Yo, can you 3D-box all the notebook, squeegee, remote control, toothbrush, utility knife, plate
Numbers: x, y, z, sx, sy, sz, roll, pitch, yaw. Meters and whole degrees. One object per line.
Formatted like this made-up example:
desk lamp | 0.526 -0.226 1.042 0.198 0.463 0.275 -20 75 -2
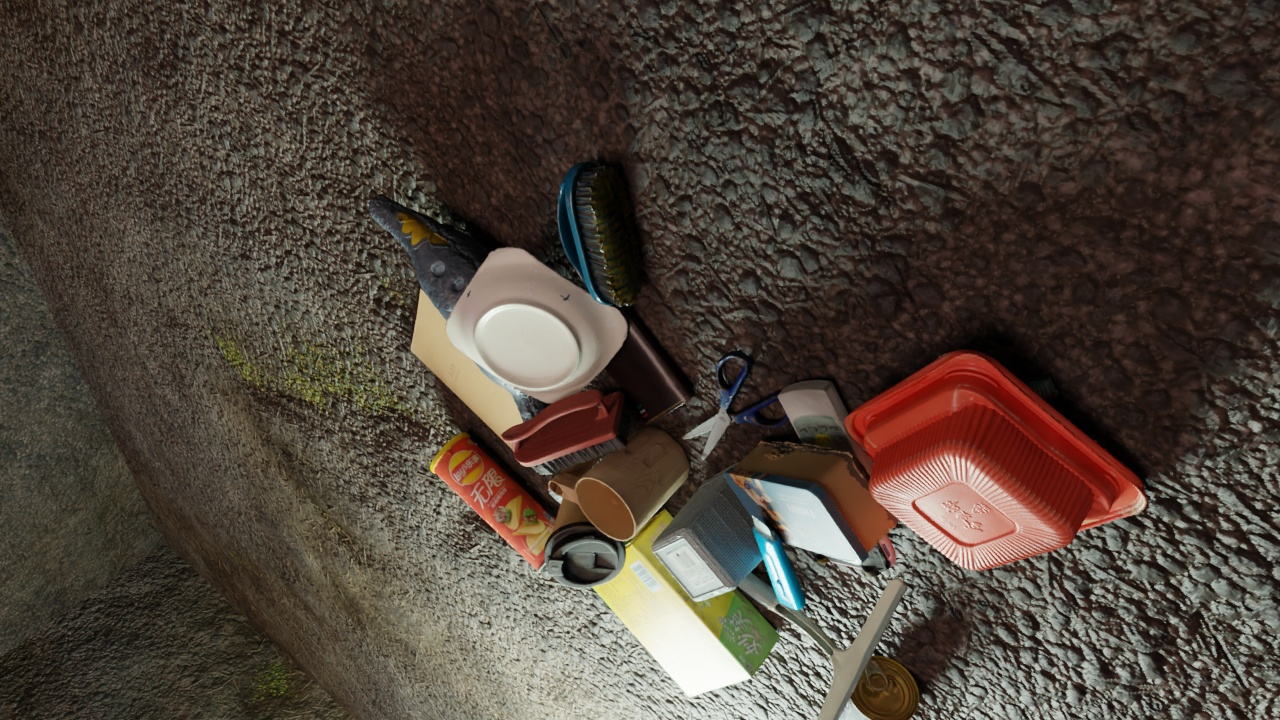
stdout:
notebook | -0.218 0.016 1.194 0.211 0.012 0.150 42 144 10
squeegee | 0.149 0.270 1.005 0.247 0.039 0.247 34 115 37
remote control | 0.176 0.078 0.837 0.056 0.019 0.135 -9 116 49
toothbrush | 0.244 0.036 0.739 0.188 0.016 0.017 -17 101 50
utility knife | 0.134 0.199 0.903 0.034 0.018 0.166 25 152 39
plate | -0.112 -0.022 0.935 0.164 0.034 0.164 32 129 -13

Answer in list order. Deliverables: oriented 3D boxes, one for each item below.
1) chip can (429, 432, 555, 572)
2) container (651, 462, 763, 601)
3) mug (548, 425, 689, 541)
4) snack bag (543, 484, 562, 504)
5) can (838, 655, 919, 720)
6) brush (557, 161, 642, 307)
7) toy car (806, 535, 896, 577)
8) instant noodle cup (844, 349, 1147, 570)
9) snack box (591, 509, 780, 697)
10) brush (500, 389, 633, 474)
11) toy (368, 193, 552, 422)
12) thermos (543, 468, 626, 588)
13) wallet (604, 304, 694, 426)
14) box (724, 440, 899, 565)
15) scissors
chip can | -0.194 0.196 1.273 0.216 0.073 0.073 42 142 11
container | 0.082 0.181 0.947 0.090 0.111 0.090 49 143 0
mug | -0.023 0.128 1.013 0.125 0.103 0.084 16 132 37
snack bag | -0.091 0.166 1.180 0.045 0.026 0.106 43 144 -6
can | 0.244 0.376 0.980 0.075 0.075 0.111 31 140 23
brush | -0.043 -0.118 0.864 0.074 0.055 0.144 13 130 38
toy car | 0.198 0.172 0.887 0.123 0.037 0.056 -4 116 61
instant noodle cup | 0.260 0.092 0.704 0.189 0.078 0.165 37 146 -4
snack box | 0.045 0.300 1.121 0.210 0.069 0.158 47 143 3
brush | -0.083 0.077 1.000 0.146 0.063 0.069 -23 126 29
toy | -0.179 -0.051 1.030 0.356 0.091 0.138 57 146 -8
thermos | -0.063 0.194 1.073 0.093 0.143 0.093 0 121 -1
wallet | -0.006 0.006 0.964 0.122 0.020 0.097 53 143 -1
box | 0.153 0.124 0.826 0.090 0.059 0.184 54 164 -10
scissors | 0.083 0.047 0.914 0.170 0.012 0.147 -2 121 46
